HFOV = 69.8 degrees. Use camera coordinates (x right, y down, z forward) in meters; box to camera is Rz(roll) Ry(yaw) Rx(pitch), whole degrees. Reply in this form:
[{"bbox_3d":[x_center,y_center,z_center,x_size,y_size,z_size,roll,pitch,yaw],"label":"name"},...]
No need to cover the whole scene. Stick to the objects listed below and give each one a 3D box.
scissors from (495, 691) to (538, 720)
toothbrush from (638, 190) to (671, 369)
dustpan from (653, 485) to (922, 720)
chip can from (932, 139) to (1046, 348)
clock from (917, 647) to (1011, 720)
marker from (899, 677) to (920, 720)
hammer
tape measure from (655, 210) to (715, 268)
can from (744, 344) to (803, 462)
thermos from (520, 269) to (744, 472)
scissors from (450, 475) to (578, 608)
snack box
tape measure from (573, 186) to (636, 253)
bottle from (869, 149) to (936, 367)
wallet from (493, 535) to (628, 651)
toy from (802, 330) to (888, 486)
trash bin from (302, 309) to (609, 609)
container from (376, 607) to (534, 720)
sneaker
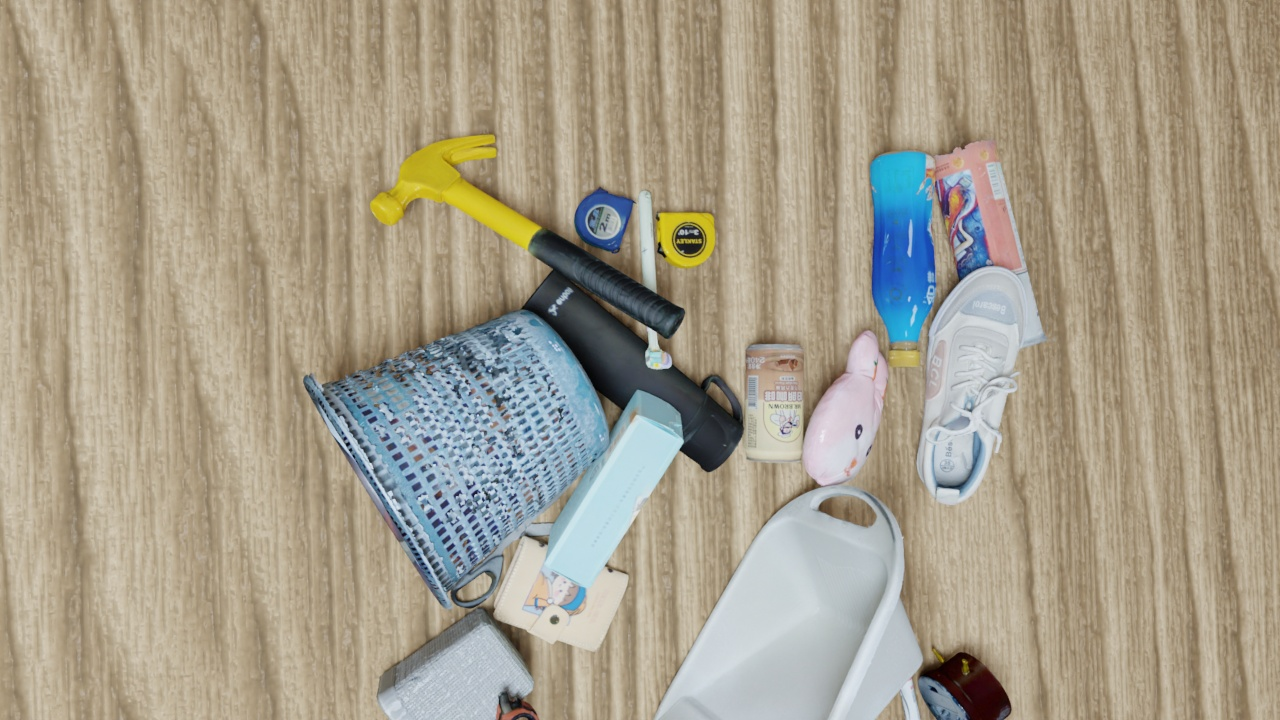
[{"bbox_3d":[-0.118,0.385,0.832,0.188,0.015,0.227,-17,118,-28],"label":"scissors"},{"bbox_3d":[0.010,-0.082,0.886,0.029,0.020,0.189,11,64,-33],"label":"toothbrush"},{"bbox_3d":[0.133,0.241,0.838,0.257,0.223,0.143,-32,107,-21],"label":"dustpan"},{"bbox_3d":[0.361,-0.117,0.957,0.071,0.071,0.214,-15,92,-11],"label":"chip can"},{"bbox_3d":[0.338,0.357,0.940,0.055,0.082,0.122,-31,92,-16],"label":"clock"},{"bbox_3d":[0.284,0.370,0.962,0.017,0.017,0.145,-12,91,-11],"label":"marker"},{"bbox_3d":[-0.092,-0.109,0.839,0.301,0.033,0.128,32,65,10],"label":"hammer"},{"bbox_3d":[0.045,-0.121,0.918,0.060,0.029,0.057,-2,88,-11],"label":"tape measure"},{"bbox_3d":[0.134,0.042,0.917,0.058,0.058,0.116,0,89,-11],"label":"can"},{"bbox_3d":[-0.005,0.005,0.894,0.242,0.069,0.089,38,54,-10],"label":"thermos"},{"bbox_3d":[-0.128,0.165,0.890,0.159,0.014,0.180,33,81,-11],"label":"scissors"},{"bbox_3d":[-0.025,0.117,0.842,0.051,0.074,0.175,30,104,-7],"label":"snack box"},{"bbox_3d":[-0.038,-0.139,0.904,0.054,0.025,0.058,18,82,-8],"label":"tape measure"},{"bbox_3d":[0.269,-0.102,0.943,0.065,0.065,0.218,1,89,-11],"label":"bottle"},{"bbox_3d":[-0.078,0.229,0.888,0.115,0.024,0.087,25,83,-19],"label":"wallet"},{"bbox_3d":[0.209,0.051,0.916,0.054,0.121,0.159,16,75,32],"label":"toy"},{"bbox_3d":[-0.144,0.065,0.790,0.194,0.227,0.226,-31,95,-20],"label":"trash bin"},{"bbox_3d":[-0.166,0.296,0.841,0.114,0.090,0.090,-37,96,-13],"label":"container"},{"bbox_3d":[0.321,0.027,0.904,0.089,0.090,0.242,12,104,15],"label":"sneaker"}]
